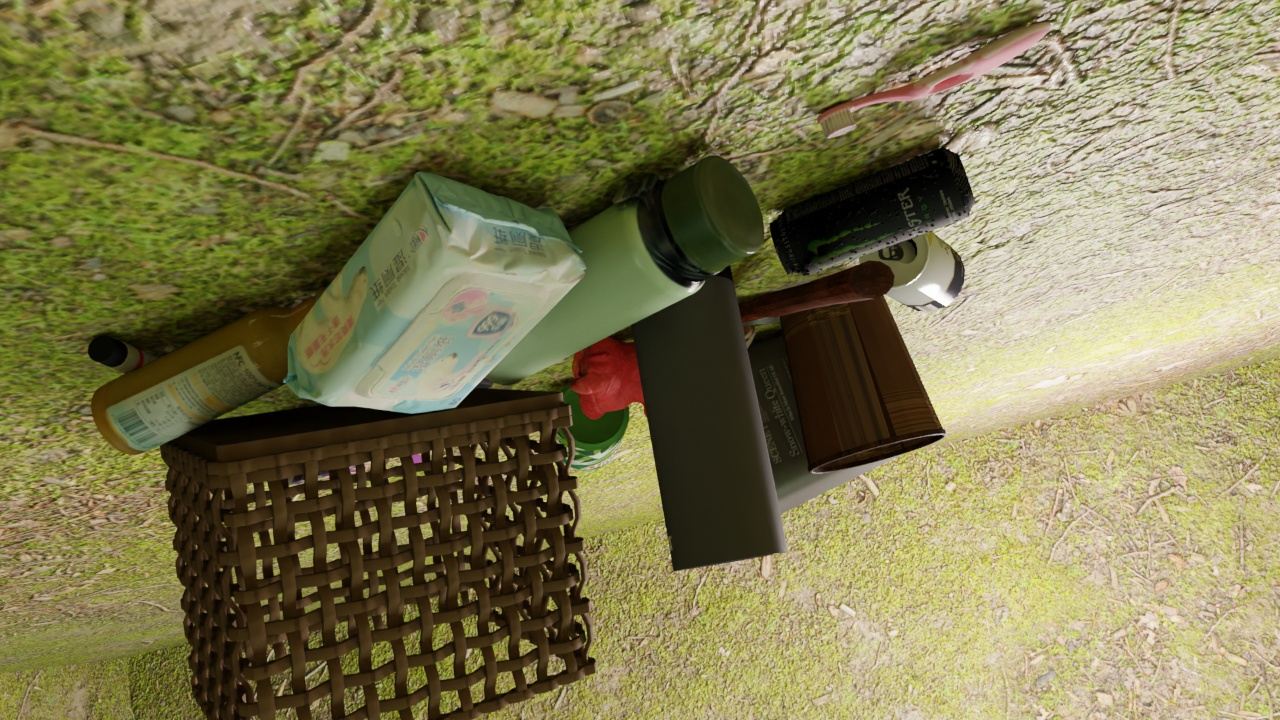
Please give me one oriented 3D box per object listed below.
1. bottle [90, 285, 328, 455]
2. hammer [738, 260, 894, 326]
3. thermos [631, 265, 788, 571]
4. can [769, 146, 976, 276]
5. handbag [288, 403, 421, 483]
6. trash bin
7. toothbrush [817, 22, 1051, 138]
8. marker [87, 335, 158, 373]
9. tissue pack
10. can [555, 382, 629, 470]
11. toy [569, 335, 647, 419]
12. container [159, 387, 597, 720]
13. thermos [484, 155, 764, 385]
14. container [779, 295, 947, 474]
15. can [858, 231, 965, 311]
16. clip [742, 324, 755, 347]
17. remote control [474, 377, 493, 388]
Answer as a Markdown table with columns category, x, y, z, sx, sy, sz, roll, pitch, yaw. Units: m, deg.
| category | x | y | z | sx | sy | sz | roll | pitch | yaw |
| --- | --- | --- | --- | --- | --- | --- | --- | --- | --- |
| bottle | -0.272 | 0.002 | 0.618 | 0.186 | 0.053 | 0.053 | -26 | 164 | 3 |
| hammer | 0.108 | -0.045 | 0.724 | 0.111 | 0.028 | 0.301 | -10 | 180 | -15 |
| thermos | 0.044 | 0.027 | 0.674 | 0.082 | 0.240 | 0.082 | -9 | 166 | -2 |
| can | 0.164 | -0.104 | 0.655 | 0.138 | 0.054 | 0.054 | -19 | 164 | 20 |
| handbag | -0.273 | 0.090 | 0.913 | 0.145 | 0.068 | 0.170 | -16 | 164 | 12 |
| trash bin | 0.187 | 0.061 | 1.039 | 0.220 | 0.197 | 0.197 | -23 | 163 | 10 |
| toothbrush | 0.168 | -0.161 | 0.529 | 0.135 | 0.016 | 0.021 | -19 | 166 | 20 |
| marker | -0.349 | 0.010 | 0.672 | 0.019 | 0.019 | 0.146 | -14 | 165 | 0 |
| tissue pack | -0.128 | -0.029 | 0.563 | 0.182 | 0.070 | 0.112 | -44 | 152 | 28 |
| can | -0.059 | 0.075 | 1.045 | 0.083 | 0.083 | 0.144 | -12 | 165 | -9 |
| toy | -0.005 | 0.005 | 0.859 | 0.133 | 0.088 | 0.094 | -17 | 154 | 8 |
| container | -0.203 | 0.144 | 0.705 | 0.251 | 0.214 | 0.220 | -8 | -175 | -35 |
| thermos | -0.027 | -0.059 | 0.615 | 0.232 | 0.082 | 0.082 | -25 | 162 | 36 |
| container | 0.205 | 0.011 | 0.890 | 0.132 | 0.167 | 0.132 | -13 | 165 | -4 |
| can | 0.229 | -0.081 | 0.778 | 0.064 | 0.064 | 0.127 | -22 | 163 | 28 |
| clip | 0.103 | -0.020 | 0.962 | 0.060 | 0.024 | 0.039 | -31 | 158 | 37 |
| remote control | -0.183 | 0.015 | 0.847 | 0.032 | 0.015 | 0.136 | -20 | 164 | 22 |
